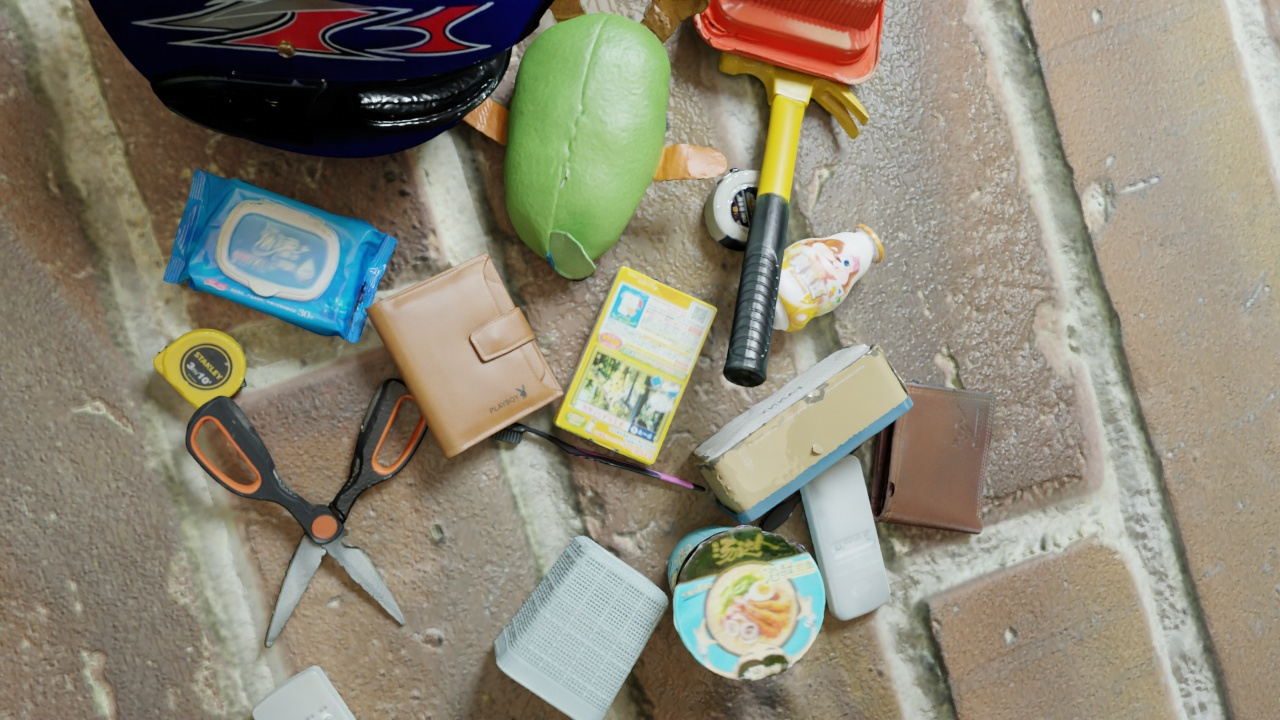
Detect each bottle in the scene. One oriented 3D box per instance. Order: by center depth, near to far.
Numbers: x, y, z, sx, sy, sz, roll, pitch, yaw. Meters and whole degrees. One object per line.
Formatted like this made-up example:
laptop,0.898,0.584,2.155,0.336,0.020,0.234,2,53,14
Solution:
bottle,0.145,-0.071,0.752,0.108,0.063,0.063,-31,93,-8

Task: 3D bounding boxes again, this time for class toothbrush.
toothbrush,-0.036,0.081,0.748,0.189,0.014,0.018,19,96,-8
toothbrush,0.170,0.080,0.780,0.189,0.016,0.014,-42,93,-10

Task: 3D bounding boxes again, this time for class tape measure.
tape measure,-0.330,0.004,0.697,0.057,0.029,0.060,-42,112,-11
tape measure,0.087,-0.124,0.760,0.066,0.033,0.065,3,87,-11

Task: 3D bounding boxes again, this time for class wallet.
wallet,-0.135,-0.005,0.713,0.107,0.031,0.132,-29,93,-22
wallet,0.251,0.082,0.779,0.101,0.032,0.124,7,91,-16

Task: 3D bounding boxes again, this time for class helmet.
helmet,-0.197,-0.253,0.610,0.315,0.241,0.246,13,68,1

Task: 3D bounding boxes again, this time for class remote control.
remote control,-0.235,0.312,0.710,0.058,0.021,0.150,-34,93,-8
remote control,0.170,0.147,0.766,0.055,0.020,0.136,-18,98,-17

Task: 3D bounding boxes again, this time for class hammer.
hammer,0.104,-0.121,0.716,0.128,0.033,0.300,15,67,-6

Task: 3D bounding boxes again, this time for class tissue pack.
tissue pack,-0.274,-0.080,0.695,0.157,0.052,0.095,19,86,-8

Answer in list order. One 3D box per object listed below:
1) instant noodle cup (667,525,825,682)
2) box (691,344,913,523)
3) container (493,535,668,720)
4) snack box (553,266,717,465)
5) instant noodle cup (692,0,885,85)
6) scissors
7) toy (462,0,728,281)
instant noodle cup,0.069,0.175,0.708,0.111,0.120,0.111,0,87,-9
box,0.121,0.059,0.735,0.184,0.090,0.061,-36,95,-5
container,-0.044,0.203,0.707,0.090,0.090,0.111,36,82,-7
snack box,-0.004,0.004,0.745,0.087,0.034,0.140,23,84,-8
instant noodle cup,0.133,-0.328,0.736,0.164,0.079,0.188,10,78,-11
scissors,-0.245,0.106,0.708,0.234,0.022,0.220,44,79,-14
toy,-0.041,-0.186,0.713,0.227,0.090,0.247,15,94,12
